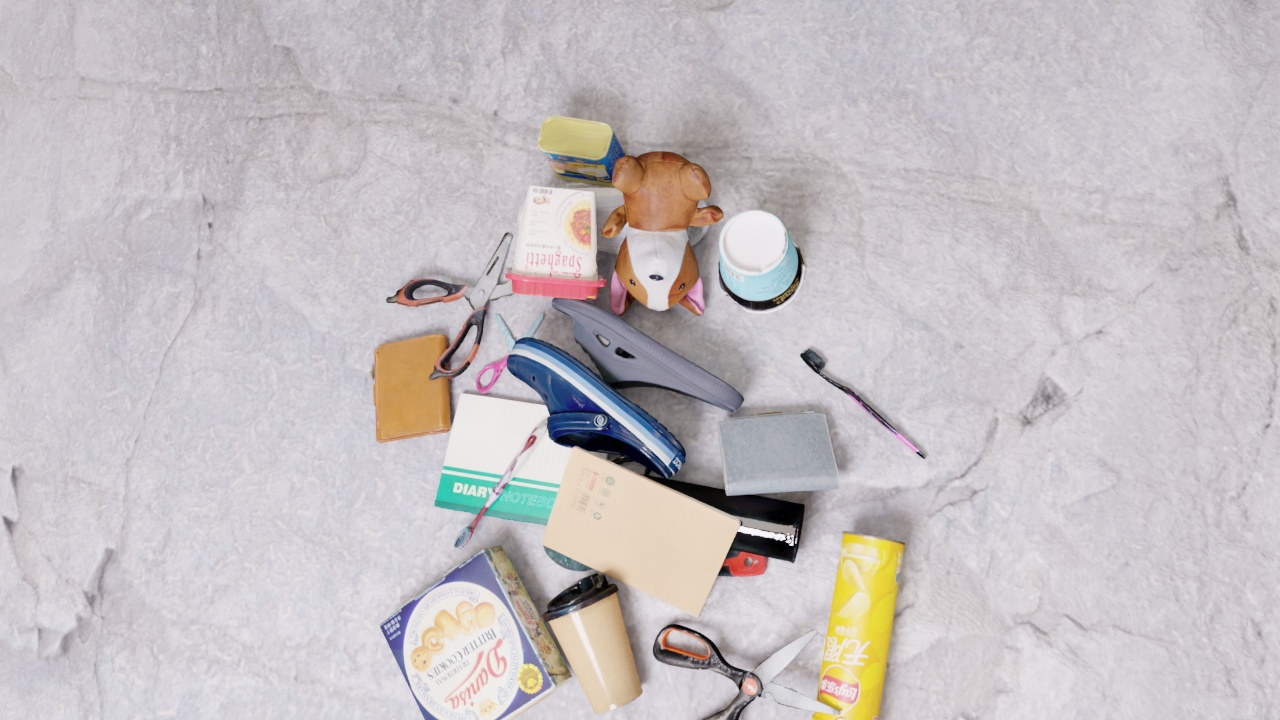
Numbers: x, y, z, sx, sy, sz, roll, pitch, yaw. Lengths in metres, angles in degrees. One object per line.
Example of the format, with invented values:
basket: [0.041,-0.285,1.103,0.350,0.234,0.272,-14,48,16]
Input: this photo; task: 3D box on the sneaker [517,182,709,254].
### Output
sneaker: [-0.034,-0.182,1.170,0.242,0.090,0.090,0,112,-6]

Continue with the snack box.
snack box: [-0.198,0.343,1.084,0.178,0.045,0.182,-38,73,17]

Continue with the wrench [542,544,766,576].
wrench: [0.013,0.234,1.098,0.274,0.016,0.056,3,79,13]

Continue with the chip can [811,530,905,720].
chip can: [0.240,0.299,1.009,0.072,0.072,0.213,9,79,13]

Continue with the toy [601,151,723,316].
toy: [0.024,-0.142,1.083,0.140,0.130,0.200,6,120,1]

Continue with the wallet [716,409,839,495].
wallet: [0.158,0.107,1.070,0.130,0.037,0.106,-4,54,-1]

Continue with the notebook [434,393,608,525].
notebook: [-0.145,0.126,1.149,0.209,0.012,0.150,7,75,13]

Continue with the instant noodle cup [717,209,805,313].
instant noodle cup: [0.140,-0.124,1.092,0.111,0.120,0.111,-2,78,11]

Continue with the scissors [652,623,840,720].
scissors: [0.102,0.363,1.019,0.232,0.021,0.221,32,101,30]

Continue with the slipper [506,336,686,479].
slipper: [-0.062,0.069,1.086,0.253,0.105,0.095,33,74,20]

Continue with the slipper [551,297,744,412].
slipper: [-0.007,0.006,1.104,0.268,0.110,0.083,30,89,13]

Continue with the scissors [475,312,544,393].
scissors: [-0.165,-0.004,1.187,0.135,0.017,0.133,-33,69,5]

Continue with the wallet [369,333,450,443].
wallet: [-0.300,0.037,1.195,0.108,0.031,0.131,-11,71,11]

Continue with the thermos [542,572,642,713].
thermos: [-0.051,0.326,1.059,0.093,0.093,0.143,-24,83,6]

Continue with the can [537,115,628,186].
can: [-0.074,-0.271,1.187,0.102,0.083,0.057,12,81,14]

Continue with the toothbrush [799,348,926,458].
toothbrush: [0.264,0.050,1.086,0.189,0.014,0.017,42,77,16]

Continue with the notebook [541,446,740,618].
notebook: [-0.004,0.200,1.061,0.208,0.008,0.148,23,116,8]

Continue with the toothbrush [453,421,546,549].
toothbrush: [-0.173,0.153,1.130,0.016,0.017,0.187,33,83,17]

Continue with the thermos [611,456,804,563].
thermos: [0.069,0.167,1.076,0.243,0.068,0.089,11,63,14]

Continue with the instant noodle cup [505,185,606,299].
instant noodle cup: [-0.097,-0.140,1.077,0.116,0.116,0.124,3,100,-8]

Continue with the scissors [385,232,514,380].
scissors: [-0.221,-0.072,1.197,0.223,0.015,0.188,-12,69,0]
